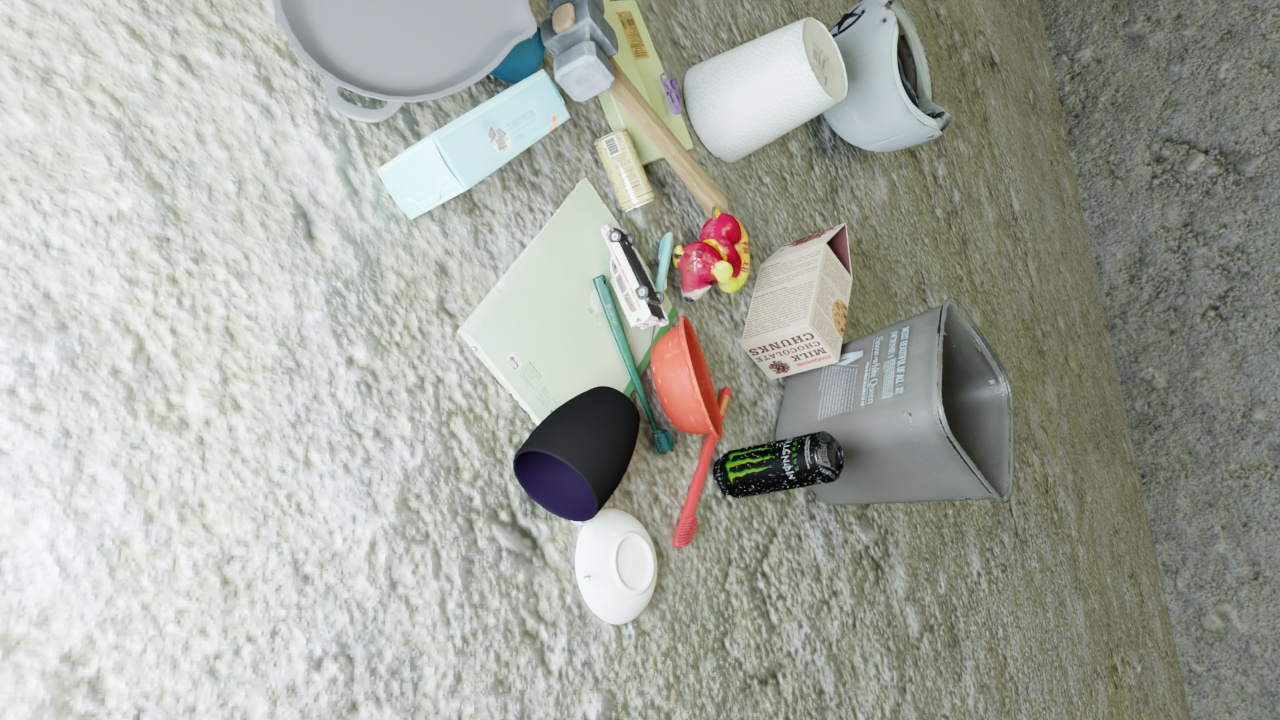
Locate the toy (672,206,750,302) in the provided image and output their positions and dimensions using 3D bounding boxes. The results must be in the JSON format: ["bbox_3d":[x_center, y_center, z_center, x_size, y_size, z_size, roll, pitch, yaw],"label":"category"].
[{"bbox_3d":[0.088,-0.123,1.042,0.137,0.067,0.105,-30,116,-53],"label":"toy"}]

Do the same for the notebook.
[{"bbox_3d":[-0.055,-0.038,0.879,0.182,0.010,0.251,53,43,-24],"label":"notebook"}]

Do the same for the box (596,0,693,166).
[{"bbox_3d":[-0.007,-0.314,1.031,0.137,0.024,0.187,-31,102,-54],"label":"box"}]

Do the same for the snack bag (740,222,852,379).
[{"bbox_3d":[0.200,-0.086,1.139,0.070,0.095,0.205,45,46,-31],"label":"snack bag"}]

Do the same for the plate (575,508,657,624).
[{"bbox_3d":[-0.014,0.185,0.832,0.104,0.026,0.104,22,61,-46],"label":"plate"}]

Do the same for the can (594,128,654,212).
[{"bbox_3d":[-0.016,-0.199,0.961,0.038,0.038,0.079,-33,103,-51],"label":"can"}]

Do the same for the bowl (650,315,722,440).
[{"bbox_3d":[0.042,0.022,0.923,0.130,0.045,0.130,-16,89,-80],"label":"bowl"}]

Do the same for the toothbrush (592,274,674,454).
[{"bbox_3d":[-0.005,0.005,0.902,0.016,0.017,0.190,-34,106,-52],"label":"toothbrush"}]

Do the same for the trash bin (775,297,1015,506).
[{"bbox_3d":[0.302,0.068,1.104,0.197,0.221,0.196,45,46,-31],"label":"trash bin"}]

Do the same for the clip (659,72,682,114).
[{"bbox_3d":[0.038,-0.311,1.066,0.050,0.014,0.046,61,29,-13],"label":"clip"}]

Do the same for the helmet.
[{"bbox_3d":[0.357,-0.431,1.405,0.236,0.164,0.263,57,34,-25],"label":"helmet"}]

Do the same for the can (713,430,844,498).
[{"bbox_3d":[0.144,0.111,0.961,0.054,0.138,0.054,22,60,-45],"label":"can"}]

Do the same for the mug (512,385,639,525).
[{"bbox_3d":[-0.045,0.085,0.791,0.100,0.085,0.119,-52,149,-39],"label":"mug"}]

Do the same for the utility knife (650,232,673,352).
[{"bbox_3d":[0.019,-0.073,0.956,0.022,0.016,0.176,84,12,-47],"label":"utility knife"}]

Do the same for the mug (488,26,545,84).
[{"bbox_3d":[-0.145,-0.297,0.816,0.121,0.078,0.078,14,66,-52],"label":"mug"}]

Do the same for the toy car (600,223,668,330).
[{"bbox_3d":[-0.011,-0.081,0.909,0.039,0.039,0.113,10,49,-58],"label":"toy car"}]

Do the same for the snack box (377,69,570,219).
[{"bbox_3d":[-0.137,-0.186,0.780,0.053,0.075,0.174,57,40,-18],"label":"snack box"}]

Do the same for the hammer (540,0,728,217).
[{"bbox_3d":[0.010,-0.246,0.949,0.322,0.051,0.117,38,37,-50],"label":"hammer"}]

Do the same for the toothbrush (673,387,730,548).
[{"bbox_3d":[0.071,0.107,0.972,0.012,0.018,0.211,48,45,-28],"label":"toothbrush"}]

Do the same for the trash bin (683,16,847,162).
[{"bbox_3d":[0.156,-0.334,1.122,0.133,0.162,0.133,22,61,-45],"label":"trash bin"}]

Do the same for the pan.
[{"bbox_3d":[-0.171,-0.351,0.734,0.216,0.024,0.354,17,81,-6],"label":"pan"}]
